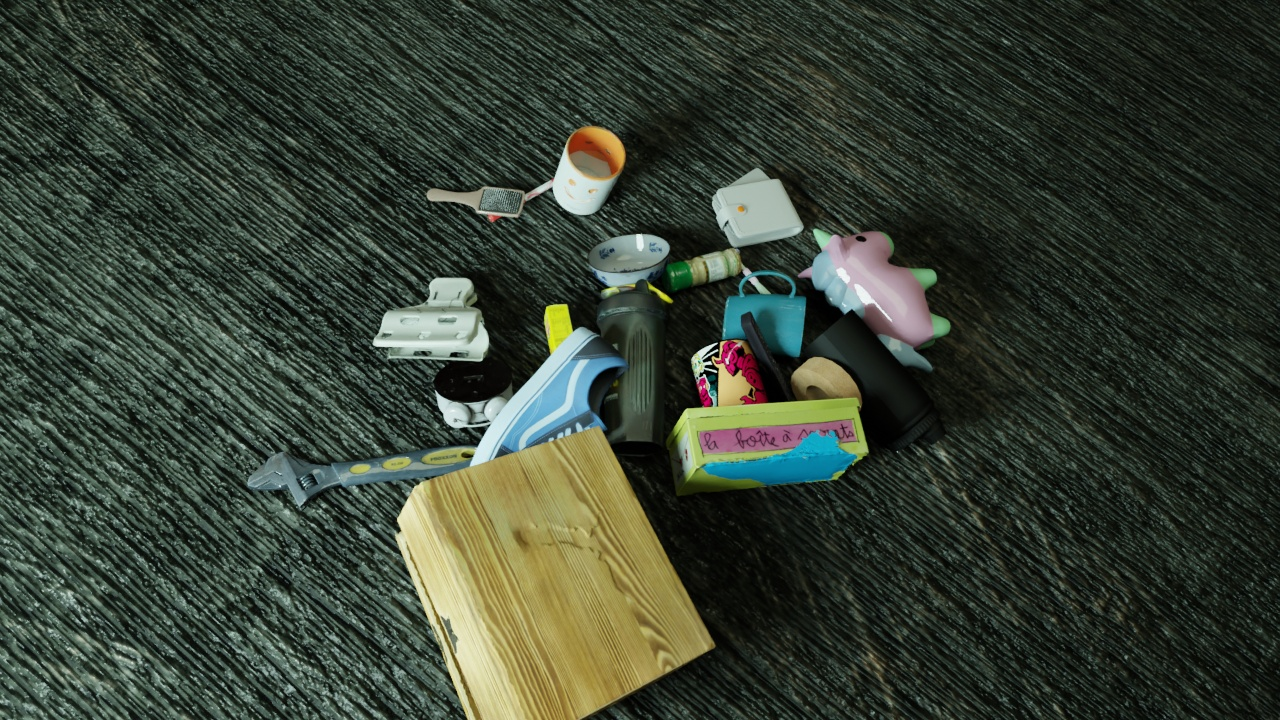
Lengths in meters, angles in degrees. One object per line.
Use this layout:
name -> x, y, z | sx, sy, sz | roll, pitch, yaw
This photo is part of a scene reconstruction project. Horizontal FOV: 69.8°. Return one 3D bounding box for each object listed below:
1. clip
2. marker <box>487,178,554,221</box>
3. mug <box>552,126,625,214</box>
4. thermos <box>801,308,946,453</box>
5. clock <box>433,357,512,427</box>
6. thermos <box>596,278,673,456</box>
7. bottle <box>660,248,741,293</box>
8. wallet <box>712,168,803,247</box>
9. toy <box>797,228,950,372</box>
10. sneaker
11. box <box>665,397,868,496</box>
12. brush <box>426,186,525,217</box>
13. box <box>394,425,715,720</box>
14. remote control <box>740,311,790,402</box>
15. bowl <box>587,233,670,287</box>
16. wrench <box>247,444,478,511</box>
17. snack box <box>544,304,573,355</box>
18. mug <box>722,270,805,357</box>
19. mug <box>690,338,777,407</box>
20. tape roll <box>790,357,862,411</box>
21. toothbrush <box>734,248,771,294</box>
clip -> -0.251, -0.038, 1.158 | 0.126, 0.101, 0.151 | 3, 26, 8
marker -> -0.155, -0.235, 1.301 | 0.142, 0.013, 0.013 | -35, 74, -23
mug -> -0.073, -0.261, 1.269 | 0.082, 0.105, 0.082 | 5, 71, -15
thermos -> 0.308, 0.035, 1.194 | 0.086, 0.086, 0.198 | -38, 84, -24
clock -> -0.200, 0.042, 1.113 | 0.094, 0.035, 0.122 | -8, 36, -11
thermos -> -0.007, 0.007, 1.163 | 0.098, 0.098, 0.220 | 3, 67, -8
bottle -> 0.084, -0.125, 1.271 | 0.111, 0.043, 0.043 | -16, 67, -18
wallet -> 0.163, -0.228, 1.338 | 0.118, 0.038, 0.115 | -14, 67, -20
toy -> 0.322, -0.083, 1.257 | 0.171, 0.120, 0.222 | -4, 69, -16
sneaker -> -0.103, 0.077, 1.081 | 0.098, 0.083, 0.241 | 36, 82, 19
box -> 0.153, 0.105, 1.122 | 0.221, 0.125, 0.079 | -6, 67, -11
brush -> -0.230, -0.227, 1.274 | 0.136, 0.015, 0.049 | 6, 56, 2
box -> -0.098, 0.249, 1.001 | 0.250, 0.193, 0.279 | -16, 66, -33
remote control -> 0.162, -0.002, 1.184 | 0.015, 0.136, 0.032 | -20, 30, 17
bowl -> -0.013, -0.126, 1.240 | 0.114, 0.045, 0.114 | -6, 33, 4
wrench -> -0.319, 0.130, 1.085 | 0.273, 0.022, 0.073 | -7, 58, -13
snack box -> -0.096, 0.001, 1.177 | 0.029, 0.040, 0.147 | -7, 65, -14
mug -> 0.164, -0.064, 1.218 | 0.104, 0.084, 0.112 | 6, 107, 8
mug -> 0.129, 0.036, 1.183 | 0.117, 0.082, 0.098 | 7, 59, -38
tape roll -> 0.239, 0.042, 1.183 | 0.027, 0.094, 0.094 | -38, 75, -24
toothbrush -> 0.174, -0.097, 1.285 | 0.015, 0.022, 0.154 | -37, 74, 3
